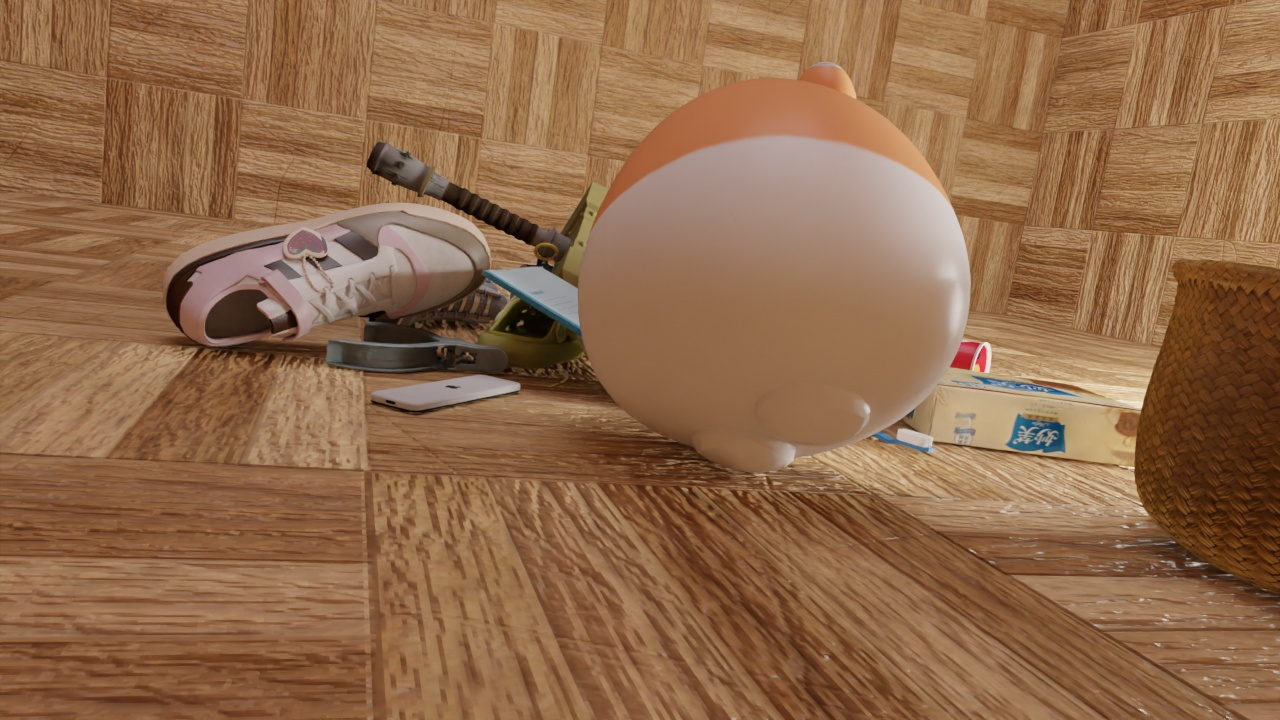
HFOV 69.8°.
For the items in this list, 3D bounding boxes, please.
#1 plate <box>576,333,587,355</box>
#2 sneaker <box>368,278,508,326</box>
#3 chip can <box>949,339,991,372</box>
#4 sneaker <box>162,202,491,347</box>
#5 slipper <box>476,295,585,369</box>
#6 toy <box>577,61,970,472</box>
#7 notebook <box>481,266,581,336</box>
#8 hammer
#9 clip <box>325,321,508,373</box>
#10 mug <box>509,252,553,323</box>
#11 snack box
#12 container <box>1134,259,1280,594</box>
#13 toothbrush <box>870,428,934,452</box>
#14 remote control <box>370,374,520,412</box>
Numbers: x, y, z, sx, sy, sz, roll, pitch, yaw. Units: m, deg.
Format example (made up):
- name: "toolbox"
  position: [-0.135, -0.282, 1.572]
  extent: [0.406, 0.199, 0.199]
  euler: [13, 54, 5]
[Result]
- name: "plate"
  position: [-0.019, -0.008, 0.962]
  extent: [0.104, 0.026, 0.104]
  euler: [14, 28, -8]
- name: "sneaker"
  position: [-0.231, -0.073, 1.086]
  extent: [0.160, 0.093, 0.256]
  euler: [14, 8, -16]
- name: "chip can"
  position: [0.344, -0.011, 1.222]
  extent: [0.221, 0.069, 0.069]
  euler: [14, 11, 36]
- name: "sneaker"
  position: [-0.265, -0.068, 0.823]
  extent: [0.293, 0.112, 0.116]
  euler: [-9, 31, -25]
- name: "slipper"
  position: [-0.111, -0.039, 0.960]
  extent: [0.092, 0.081, 0.190]
  euler: [8, 11, 14]
- name: "toy"
  position: [0.093, -0.066, 0.648]
  extent: [0.265, 0.280, 0.264]
  euler: [19, -31, -26]
- name: "notebook"
  position: [-0.015, -0.023, 0.873]
  extent: [0.253, 0.009, 0.181]
  euler: [31, 12, 5]
- name: "hammer"
  position: [-0.163, -0.167, 1.081]
  extent: [0.324, 0.101, 0.189]
  euler: [26, 49, -14]
- name: "clip"
  position: [-0.223, -0.008, 0.833]
  extent: [0.169, 0.031, 0.164]
  euler: [10, 11, 24]
- name: "mug"
  position: [-0.110, -0.095, 1.182]
  extent: [0.094, 0.121, 0.085]
  euler: [4, -8, -28]
- name: "snack box"
  position: [0.361, 0.049, 0.900]
  extent: [0.207, 0.055, 0.153]
  euler: [7, 8, -2]
- name: "container"
  position: [0.470, 0.047, 0.559]
  extent: [0.307, 0.197, 0.306]
  euler: [7, 11, -2]
- name: "toothbrush"
  position: [0.193, 0.056, 0.833]
  extent: [0.016, 0.014, 0.167]
  euler: [1, 11, -40]
- name: "remote control"
  position: [-0.152, 0.025, 0.735]
  extent: [0.045, 0.008, 0.146]
  euler: [11, 9, 24]
